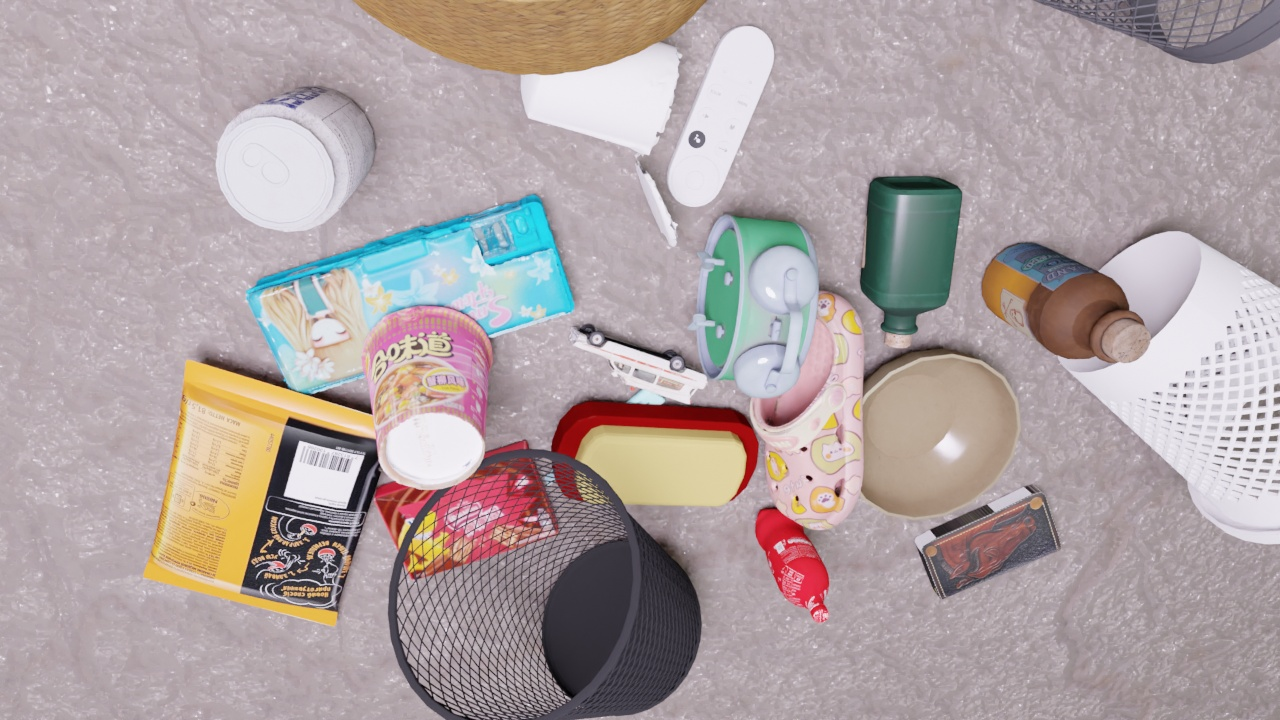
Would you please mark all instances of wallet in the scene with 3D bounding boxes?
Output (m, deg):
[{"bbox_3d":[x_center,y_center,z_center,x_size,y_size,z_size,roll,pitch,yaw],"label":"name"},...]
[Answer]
[{"bbox_3d":[0.324,0.170,0.854,0.123,0.019,0.072,-25,108,3],"label":"wallet"}]

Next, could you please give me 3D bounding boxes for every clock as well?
[{"bbox_3d":[0.082,-0.038,0.663,0.075,0.161,0.122,3,110,-10],"label":"clock"}]

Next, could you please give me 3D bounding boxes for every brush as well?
[{"bbox_3d":[0.015,0.082,0.754,0.173,0.041,0.082,4,116,-16],"label":"brush"}]

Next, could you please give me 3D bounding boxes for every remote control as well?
[{"bbox_3d":[0.058,-0.180,0.683,0.043,0.013,0.137,18,108,-14],"label":"remote control"}]

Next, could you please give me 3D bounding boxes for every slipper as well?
[{"bbox_3d":[0.123,0.043,0.733,0.081,0.093,0.197,-7,106,-33],"label":"slipper"}]

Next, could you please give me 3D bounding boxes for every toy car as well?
[{"bbox_3d":[-0.004,0.004,0.733,0.113,0.039,0.039,17,97,-14],"label":"toy car"}]

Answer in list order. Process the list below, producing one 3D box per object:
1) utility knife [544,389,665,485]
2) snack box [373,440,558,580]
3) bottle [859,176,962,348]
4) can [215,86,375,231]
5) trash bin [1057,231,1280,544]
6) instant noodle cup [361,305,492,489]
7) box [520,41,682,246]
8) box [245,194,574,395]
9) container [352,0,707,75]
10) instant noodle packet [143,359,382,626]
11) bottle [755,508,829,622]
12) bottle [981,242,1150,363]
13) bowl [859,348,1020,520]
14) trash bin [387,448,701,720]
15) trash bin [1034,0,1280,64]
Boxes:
[{"bbox_3d":[-0.034,0.064,0.770,0.126,0.015,0.022,-39,118,12],"label":"utility knife"},{"bbox_3d":[-0.145,0.128,0.775,0.133,0.021,0.089,-18,113,0],"label":"snack box"},{"bbox_3d":[0.208,-0.074,0.719,0.061,0.061,0.131,-2,112,-4],"label":"bottle"},{"bbox_3d":[-0.222,-0.133,0.599,0.078,0.136,0.078,-3,112,-7],"label":"can"},{"bbox_3d":[0.459,0.009,0.730,0.199,0.195,0.196,34,104,-9],"label":"trash bin"},{"bbox_3d":[-0.149,0.031,0.653,0.097,0.108,0.098,-7,128,-10],"label":"instant noodle cup"},{"bbox_3d":[-0.022,-0.160,0.648,0.140,0.083,0.142,11,104,-13],"label":"box"},{"bbox_3d":[-0.170,-0.047,0.691,0.227,0.041,0.094,-17,114,0],"label":"box"},{"bbox_3d":[-0.063,-0.307,0.489,0.307,0.196,0.307,0,91,-7],"label":"container"},{"bbox_3d":[-0.299,0.115,0.733,0.160,0.032,0.221,19,116,-12],"label":"instant noodle packet"},{"bbox_3d":[0.128,0.169,0.762,0.042,0.141,0.042,-3,112,-7],"label":"bottle"},{"bbox_3d":[0.326,-0.039,0.696,0.068,0.156,0.068,-3,112,-7],"label":"bottle"},{"bbox_3d":[0.238,0.057,0.781,0.152,0.050,0.152,-3,112,-6],"label":"bowl"},{"bbox_3d":[-0.051,0.186,0.693,0.184,0.184,0.210,-32,150,6],"label":"trash bin"},{"bbox_3d":[0.288,-0.319,0.555,0.227,0.217,0.218,12,109,-8],"label":"trash bin"}]
